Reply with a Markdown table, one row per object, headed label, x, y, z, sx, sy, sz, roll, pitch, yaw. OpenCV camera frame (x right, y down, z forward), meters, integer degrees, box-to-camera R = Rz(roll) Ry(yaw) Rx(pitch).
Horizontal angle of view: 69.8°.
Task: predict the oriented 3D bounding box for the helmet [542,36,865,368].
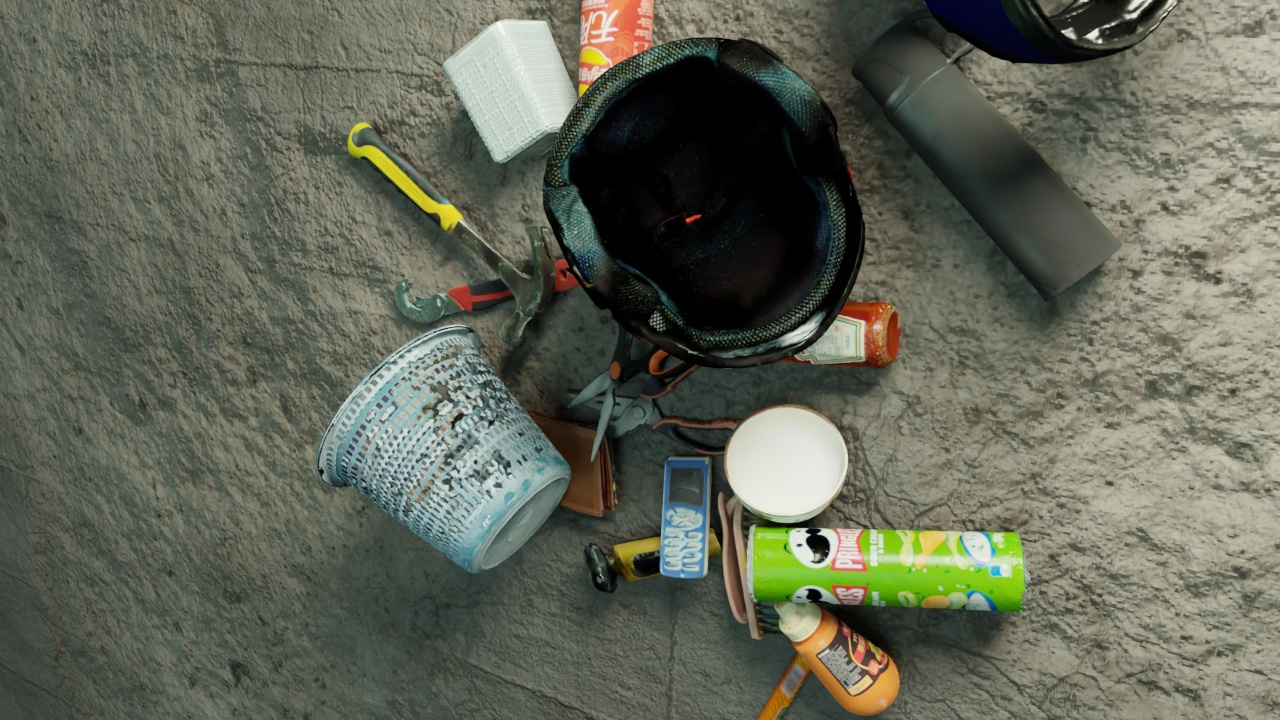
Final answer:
| label | x | y | z | sx | sy | sz | roll | pitch | yaw |
| --- | --- | --- | --- | --- | --- | --- | --- | --- | --- |
| helmet | 0.056 | -0.125 | 0.766 | 0.234 | 0.230 | 0.274 | -36 | 89 | 8 |

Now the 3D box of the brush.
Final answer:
| label | x | y | z | sx | sy | sz | roll | pitch | yaw |
| --- | --- | --- | --- | --- | --- | --- | --- | --- | --- |
| brush | 0.116 | 0.200 | 0.921 | 0.073 | 0.063 | 0.145 | -5 | 101 | 39 |

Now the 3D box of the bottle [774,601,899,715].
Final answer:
| label | x | y | z | sx | sy | sz | roll | pitch | yaw |
| --- | --- | --- | --- | --- | --- | --- | --- | --- | --- |
| bottle | 0.182 | 0.275 | 0.877 | 0.149 | 0.066 | 0.067 | 45 | 124 | -14 |

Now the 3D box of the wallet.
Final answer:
| label | x | y | z | sx | sy | sz | roll | pitch | yaw |
| --- | --- | --- | --- | --- | --- | --- | --- | --- | --- |
| wallet | -0.081 | 0.112 | 1.023 | 0.125 | 0.032 | 0.101 | 10 | 108 | 38 |

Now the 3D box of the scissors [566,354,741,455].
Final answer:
| label | x | y | z | sx | sy | sz | roll | pitch | yaw |
| --- | --- | --- | --- | --- | --- | --- | --- | --- | --- |
| scissors | 0.018 | 0.049 | 0.963 | 0.189 | 0.015 | 0.227 | 43 | 122 | 13 |

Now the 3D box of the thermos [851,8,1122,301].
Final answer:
| label | x | y | z | sx | sy | sz | roll | pitch | yaw |
| --- | --- | --- | --- | --- | --- | --- | --- | --- | --- |
| thermos | 0.273 | -0.166 | 0.716 | 0.242 | 0.068 | 0.090 | 52 | 128 | 7 |

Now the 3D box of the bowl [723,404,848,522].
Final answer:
| label | x | y | z | sx | sy | sz | roll | pitch | yaw |
| --- | --- | --- | --- | --- | --- | --- | --- | --- | --- |
| bowl | 0.139 | 0.104 | 0.868 | 0.113 | 0.113 | 0.062 | 21 | 157 | 24 |

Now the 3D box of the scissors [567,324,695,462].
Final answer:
| label | x | y | z | sx | sy | sz | roll | pitch | yaw |
| --- | --- | --- | --- | --- | --- | --- | --- | --- | --- |
| scissors | -0.008 | -0.008 | 0.922 | 0.221 | 0.021 | 0.228 | -9 | 76 | 53 |

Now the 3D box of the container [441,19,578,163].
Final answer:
| label | x | y | z | sx | sy | sz | roll | pitch | yaw |
| --- | --- | --- | --- | --- | --- | --- | --- | --- | --- |
| container | -0.121 | -0.264 | 0.912 | 0.090 | 0.090 | 0.111 | -23 | 95 | 34 |

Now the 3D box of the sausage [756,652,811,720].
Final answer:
| label | x | y | z | sx | sy | sz | roll | pitch | yaw |
| --- | --- | --- | --- | --- | --- | --- | --- | --- | --- |
| sausage | 0.148 | 0.360 | 0.972 | 0.021 | 0.021 | 0.165 | 32 | 118 | 19 |

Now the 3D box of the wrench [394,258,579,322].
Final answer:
| label | x | y | z | sx | sy | sz | roll | pitch | yaw |
| --- | --- | --- | --- | --- | --- | --- | --- | --- | --- |
| wrench | -0.178 | -0.079 | 1.041 | 0.274 | 0.016 | 0.056 | -5 | 102 | 32 |

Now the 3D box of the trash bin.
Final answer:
| label | x | y | z | sx | sy | sz | roll | pitch | yaw |
| --- | --- | --- | --- | --- | --- | --- | --- | --- | --- |
| trash bin | -0.190 | 0.109 | 0.975 | 0.195 | 0.226 | 0.227 | 41 | 120 | 14 |

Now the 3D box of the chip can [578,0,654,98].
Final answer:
| label | x | y | z | sx | sy | sz | roll | pitch | yaw |
| --- | --- | --- | --- | --- | --- | --- | --- | --- | --- |
| chip can | -0.021 | -0.327 | 0.842 | 0.073 | 0.073 | 0.217 | 13 | 110 | 27 |

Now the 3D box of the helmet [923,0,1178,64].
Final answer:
| label | x | y | z | sx | sy | sz | roll | pitch | yaw |
| --- | --- | --- | --- | --- | --- | --- | --- | --- | --- |
| helmet | 0.231 | -0.352 | 0.584 | 0.240 | 0.247 | 0.316 | -142 | 58 | -63 |

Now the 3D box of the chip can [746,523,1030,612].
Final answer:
| label | x | y | z | sx | sy | sz | roll | pitch | yaw |
| --- | --- | --- | --- | --- | --- | --- | --- | --- | --- |
| chip can | 0.216 | 0.184 | 0.817 | 0.236 | 0.072 | 0.072 | -1 | 104 | 15 |

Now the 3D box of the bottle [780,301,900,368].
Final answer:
| label | x | y | z | sx | sy | sz | roll | pitch | yaw |
| --- | --- | --- | --- | --- | --- | --- | --- | --- | --- |
| bottle | 0.132 | -0.027 | 0.847 | 0.206 | 0.059 | 0.060 | 3 | 106 | 31 |

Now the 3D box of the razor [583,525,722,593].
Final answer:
| label | x | y | z | sx | sy | sz | roll | pitch | yaw |
| --- | --- | --- | --- | --- | --- | --- | --- | --- | --- |
| razor | 0.013 | 0.212 | 0.987 | 0.168 | 0.067 | 0.062 | -19 | 102 | 27 |

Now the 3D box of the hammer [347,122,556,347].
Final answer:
| label | x | y | z | sx | sy | sz | roll | pitch | yaw |
| --- | --- | --- | --- | --- | --- | --- | --- | --- | --- |
| hammer | -0.214 | -0.163 | 1.017 | 0.323 | 0.031 | 0.126 | 42 | 118 | 18 |

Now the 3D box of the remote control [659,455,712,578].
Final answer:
| label | x | y | z | sx | sy | sz | roll | pitch | yaw |
| --- | --- | --- | --- | --- | --- | --- | --- | --- | --- |
| remote control | 0.048 | 0.160 | 0.944 | 0.049 | 0.024 | 0.124 | -1 | 78 | 23 |
